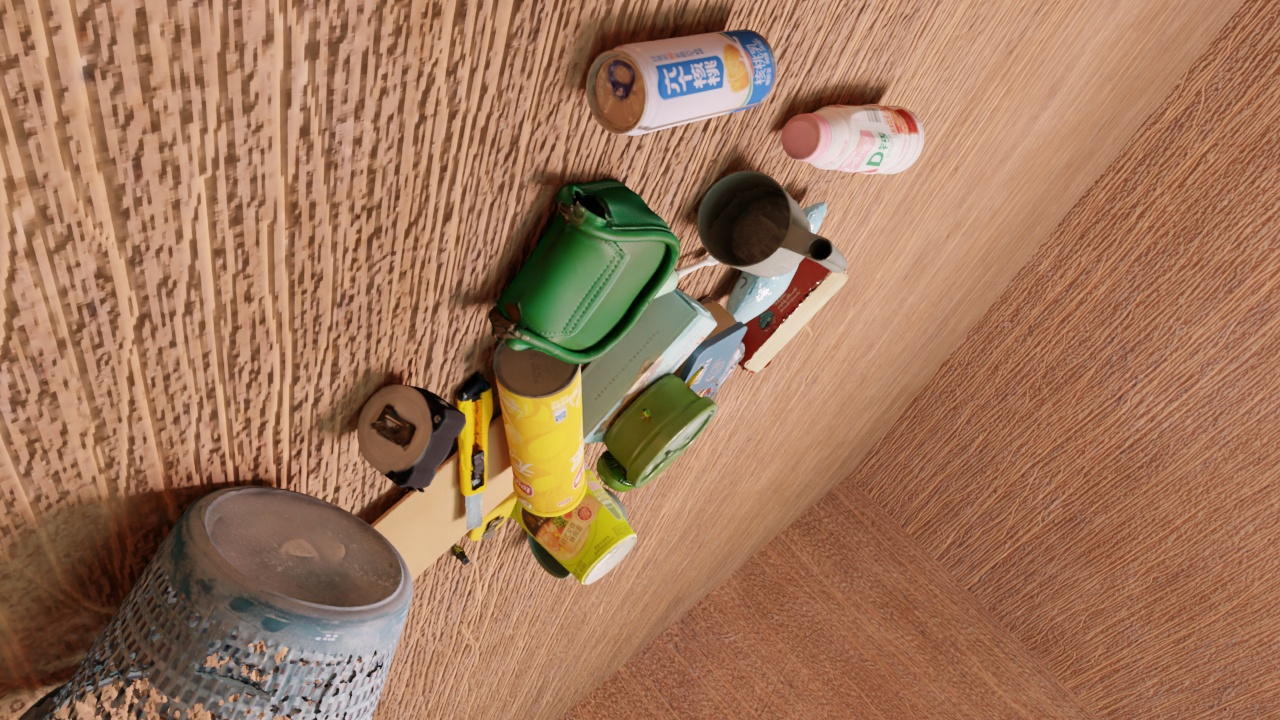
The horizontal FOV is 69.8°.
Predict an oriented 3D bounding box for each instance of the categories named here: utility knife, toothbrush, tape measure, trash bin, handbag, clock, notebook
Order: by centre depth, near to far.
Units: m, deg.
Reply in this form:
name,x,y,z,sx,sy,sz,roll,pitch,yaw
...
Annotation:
name,x,y,z,sx,sy,sz,roll,pitch,yaw
trash bin,-0.255,0.198,0.595,0.195,0.226,0.226,-62,158,10
tape measure,-0.165,0.051,0.648,0.065,0.066,0.033,-61,158,-1
handbag,-0.042,-0.062,0.664,0.132,0.068,0.120,-54,158,24
utility knife,-0.143,0.089,0.804,0.033,0.015,0.215,-31,148,-33
toothbrush,0.004,-0.066,0.816,0.223,0.026,0.027,-27,-176,-42
notebook,-0.160,0.120,0.859,0.211,0.012,0.150,-41,158,-21
toothbrush,-0.195,0.178,0.930,0.012,0.017,0.186,-36,159,-16
clock,0.013,0.078,0.933,0.115,0.056,0.162,-33,162,-39
tape measure,-0.159,0.165,0.958,0.059,0.029,0.057,-28,156,-40

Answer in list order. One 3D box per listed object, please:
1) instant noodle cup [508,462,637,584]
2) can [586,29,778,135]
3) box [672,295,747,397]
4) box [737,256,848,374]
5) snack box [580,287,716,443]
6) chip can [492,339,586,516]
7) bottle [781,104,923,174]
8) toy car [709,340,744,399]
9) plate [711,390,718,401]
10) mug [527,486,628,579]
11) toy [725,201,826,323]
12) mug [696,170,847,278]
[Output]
name,x,y,z,sx,sy,sz,roll,pitch,yaw
instant noodle cup,-0.071,0.178,1.020,0.111,0.123,0.112,-38,160,-17
can,0.029,-0.179,0.586,0.134,0.053,0.053,-26,154,-43
box,0.047,0.008,1.007,0.089,0.061,0.185,-31,158,-37
box,0.172,-0.059,1.094,0.168,0.077,0.091,-47,161,10
snack box,-0.005,0.005,0.903,0.175,0.051,0.074,-47,162,10
chip can,-0.083,0.059,0.799,0.072,0.072,0.214,-36,153,-24
bottle,0.198,-0.207,0.860,0.196,0.068,0.068,-16,146,-49
toy car,0.077,0.007,1.074,0.036,0.054,0.121,-30,157,-44
plate,0.047,0.099,1.252,0.179,0.024,0.180,-38,161,-16
mug,-0.071,0.200,1.132,0.106,0.082,0.112,-27,152,-39
toy,0.143,-0.102,0.985,0.161,0.050,0.156,-49,171,-2
mug,0.123,-0.111,0.821,0.084,0.124,0.103,-66,160,7
